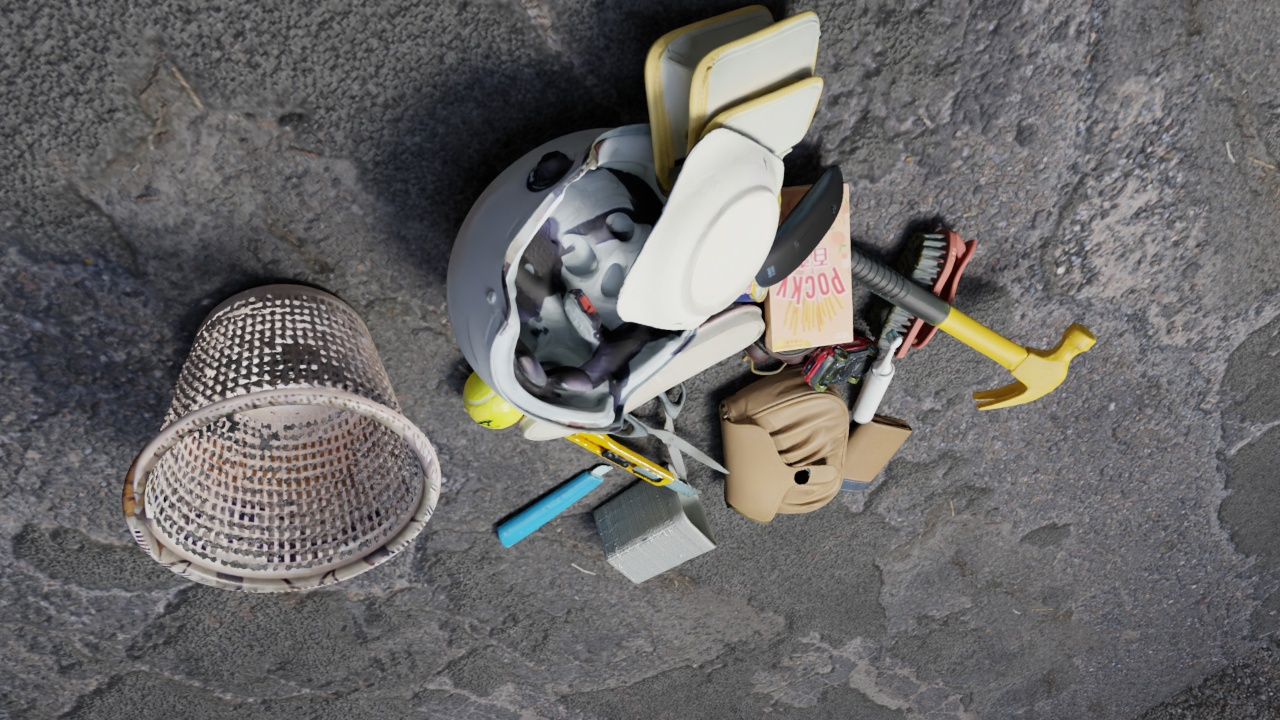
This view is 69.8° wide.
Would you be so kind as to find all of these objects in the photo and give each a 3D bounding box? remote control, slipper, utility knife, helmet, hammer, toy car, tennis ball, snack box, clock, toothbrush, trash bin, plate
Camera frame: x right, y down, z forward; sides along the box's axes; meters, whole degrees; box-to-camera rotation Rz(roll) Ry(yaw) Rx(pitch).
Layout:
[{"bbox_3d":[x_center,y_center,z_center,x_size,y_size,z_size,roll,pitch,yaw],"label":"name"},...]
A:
[{"bbox_3d":[0.149,-0.118,0.824,0.136,0.024,0.053,-50,144,-16],"label":"remote control"},{"bbox_3d":[-0.005,0.005,0.922,0.275,0.054,0.114,-27,160,13],"label":"slipper"},{"bbox_3d":[-0.101,0.167,1.074,0.162,0.018,0.034,-34,137,7],"label":"utility knife"},{"bbox_3d":[-0.012,0.111,1.020,0.192,0.015,0.033,30,133,-19],"label":"utility knife"},{"bbox_3d":[-0.060,-0.079,0.765,0.258,0.146,0.229,-61,141,-12],"label":"helmet"},{"bbox_3d":[0.307,-0.047,0.943,0.300,0.032,0.129,29,121,-9],"label":"hammer"},{"bbox_3d":[0.218,-0.001,1.008,0.120,0.045,0.053,-11,138,-49],"label":"toy car"},{"bbox_3d":[-0.141,0.035,0.902,0.065,0.065,0.066,-11,134,-12],"label":"tennis ball"},{"bbox_3d":[0.161,-0.090,0.888,0.084,0.026,0.157,-8,106,-8],"label":"snack box"},{"bbox_3d":[0.150,-0.036,0.962,0.082,0.055,0.122,4,126,-26],"label":"clock"},{"bbox_3d":[0.266,0.021,1.027,0.026,0.026,0.221,-26,157,-8],"label":"toothbrush"},{"bbox_3d":[-0.293,0.049,0.764,0.227,0.192,0.228,-12,134,-13],"label":"trash bin"},{"bbox_3d":[0.061,-0.090,0.716,0.164,0.034,0.164,2,120,-58],"label":"plate"}]

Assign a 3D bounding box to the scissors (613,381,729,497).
[{"bbox_3d":[0.031,0.081,1.021,0.178,0.014,0.160,12,119,-13],"label":"scissors"}]

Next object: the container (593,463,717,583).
[{"bbox_3d":[0.014,0.200,1.103,0.114,0.090,0.090,-31,134,11],"label":"container"}]

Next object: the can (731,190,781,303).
[{"bbox_3d":[0.092,-0.118,0.853,0.049,0.074,0.148,-7,131,-12],"label":"can"}]

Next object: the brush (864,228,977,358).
[{"bbox_3d":[0.303,-0.076,0.983,0.069,0.063,0.146,10,125,-14],"label":"brush"}]

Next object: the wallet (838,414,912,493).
[{"bbox_3d":[0.285,0.120,1.177,0.090,0.033,0.115,12,124,-34],"label":"wallet"}]

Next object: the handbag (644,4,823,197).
[{"bbox_3d":[0.081,-0.179,0.733,0.163,0.063,0.179,-32,132,-36],"label":"handbag"}]

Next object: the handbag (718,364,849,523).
[{"bbox_3d":[0.168,0.106,1.068,0.147,0.099,0.205,-13,132,-5],"label":"handbag"}]
